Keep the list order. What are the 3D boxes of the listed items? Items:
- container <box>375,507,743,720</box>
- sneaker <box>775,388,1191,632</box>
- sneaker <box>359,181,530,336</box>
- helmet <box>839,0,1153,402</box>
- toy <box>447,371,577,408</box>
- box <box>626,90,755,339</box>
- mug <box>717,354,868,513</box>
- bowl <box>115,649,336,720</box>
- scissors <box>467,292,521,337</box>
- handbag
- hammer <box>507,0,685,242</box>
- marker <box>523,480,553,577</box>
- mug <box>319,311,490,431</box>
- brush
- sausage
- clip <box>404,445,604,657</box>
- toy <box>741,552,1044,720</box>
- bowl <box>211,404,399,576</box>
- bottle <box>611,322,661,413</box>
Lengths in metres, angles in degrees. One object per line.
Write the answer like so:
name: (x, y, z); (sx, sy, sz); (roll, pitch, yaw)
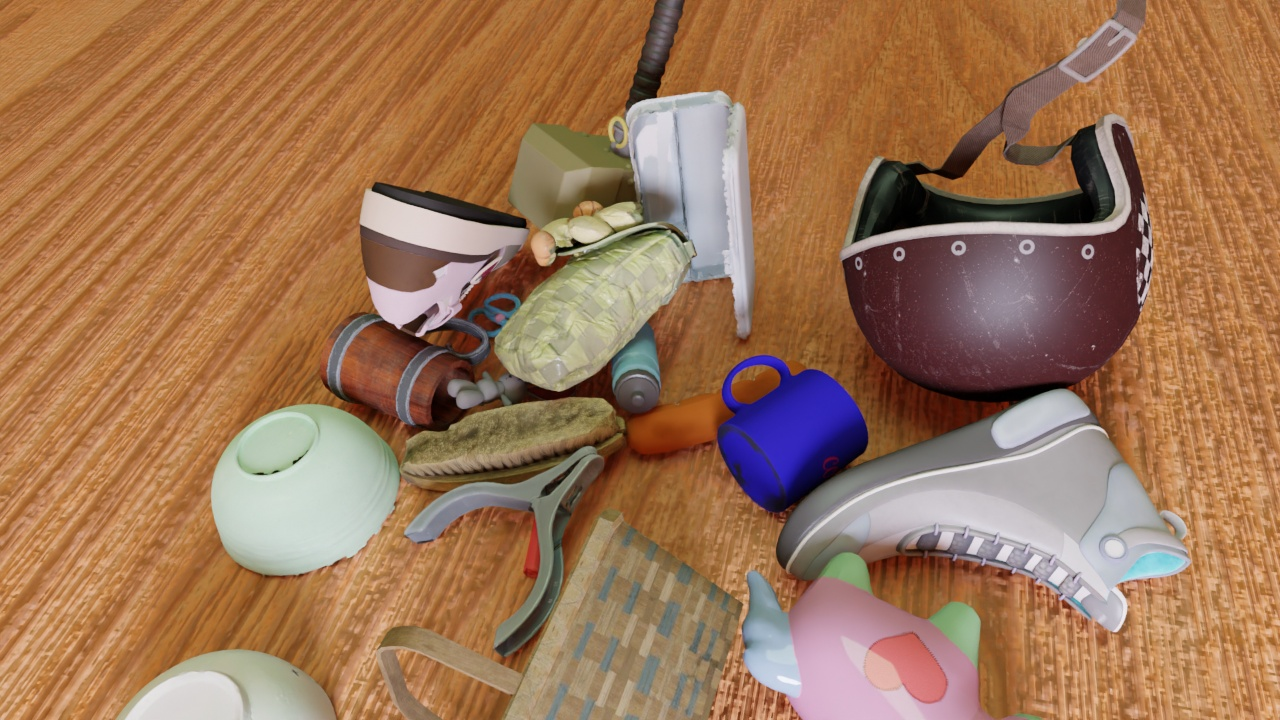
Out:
container: (-0.064, 0.217, 0.535); (0.186, 0.158, 0.249); (18, 51, 10)
sneaker: (0.234, 0.129, 0.626); (0.256, 0.093, 0.160); (-22, 56, -10)
sneaker: (-0.175, -0.086, 0.835); (0.111, 0.116, 0.293); (16, 8, -1)
helmet: (0.277, -0.096, 0.703); (0.234, 0.233, 0.253); (-1, 74, 43)
toy: (-0.111, 0.024, 0.792); (0.111, 0.030, 0.049); (-6, 38, -39)
box: (0.044, -0.126, 0.803); (0.105, 0.211, 0.129); (-2, 45, 9)
mug: (0.107, 0.048, 0.706); (0.083, 0.079, 0.111); (-31, 79, -20)
bowl: (-0.281, 0.253, 0.589); (0.153, 0.073, 0.153); (-5, 46, 5)
scissors: (-0.104, -0.028, 0.873); (0.136, 0.015, 0.055); (26, 57, 22)
handbag: (-0.049, -0.064, 0.765); (0.186, 0.117, 0.113); (-45, 23, -25)
hammer: (0.011, -0.267, 0.837); (0.189, 0.326, 0.100); (-8, 38, -40)
marker: (-0.077, 0.108, 0.735); (0.013, 0.013, 0.142); (-1, 46, 7)
mug: (-0.201, 0.000, 0.812); (0.111, 0.082, 0.117); (21, 53, 21)
brush: (-0.107, 0.069, 0.745); (0.195, 0.043, 0.059); (-11, 44, 11)
sausage: (0.066, 0.041, 0.758); (0.164, 0.039, 0.044); (-18, 37, -8)
clip: (-0.117, 0.128, 0.698); (0.165, 0.031, 0.168); (9, 58, 25)
toy: (0.145, 0.211, 0.534); (0.222, 0.120, 0.170); (25, 41, 14)
bowl: (-0.279, 0.090, 0.740); (0.151, 0.077, 0.150); (-5, 46, 5)
bottle: (-0.005, 0.005, 0.775); (0.040, 0.040, 0.130); (-8, 25, 1)
